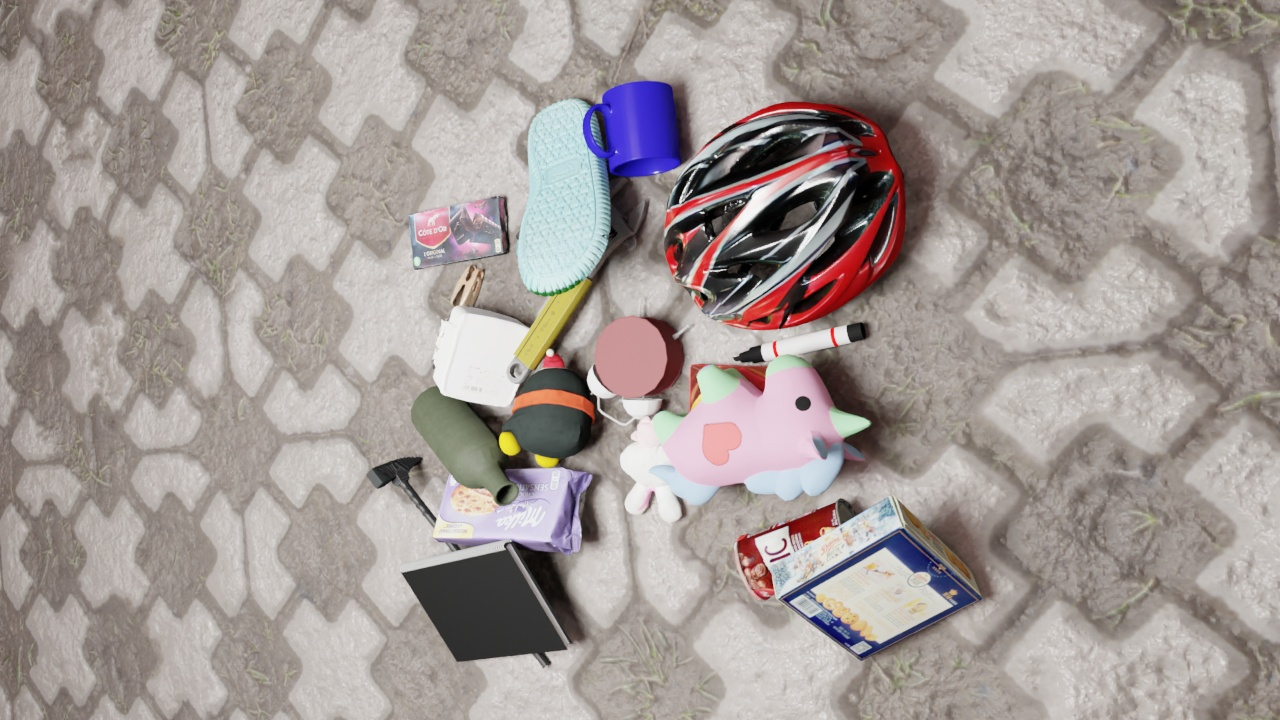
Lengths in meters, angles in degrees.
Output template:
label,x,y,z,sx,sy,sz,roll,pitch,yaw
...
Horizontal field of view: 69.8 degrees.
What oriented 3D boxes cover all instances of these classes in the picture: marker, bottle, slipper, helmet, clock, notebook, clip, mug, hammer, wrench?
label,x,y,z,sx,sy,sz,roll,pitch,yaw
marker,0.165,-0.016,0.972,0.146,0.019,0.019,-13,85,27
bottle,-0.206,0.105,1.101,0.207,0.071,0.071,39,109,45
slipper,-0.081,-0.185,1.048,0.116,0.069,0.275,-17,58,20
helmet,0.129,-0.142,0.924,0.273,0.166,0.217,-30,74,37
clock,-0.006,0.006,1.045,0.096,0.048,0.138,29,104,24
notebook,-0.193,0.297,1.117,0.207,0.016,0.149,-20,104,38
clip,-0.219,-0.091,1.171,0.047,0.025,0.062,-4,82,24
mug,-0.013,-0.254,1.011,0.079,0.111,0.083,-11,85,59
hammer,-0.217,0.253,1.161,0.015,0.094,0.325,-44,81,21
wrench,-0.081,-0.089,1.077,0.083,0.018,0.273,38,98,24

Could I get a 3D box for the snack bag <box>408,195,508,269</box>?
label,x,y,z,sx,sy,sz,roll,pitch,yaw
snack bag,-0.236,-0.163,1.181,0.155,0.018,0.074,-6,89,29

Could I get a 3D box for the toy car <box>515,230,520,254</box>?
label,x,y,z,sx,sy,sz,roll,pitch,yaw
toy car,-0.116,-0.155,1.112,0.108,0.027,0.060,-44,72,21

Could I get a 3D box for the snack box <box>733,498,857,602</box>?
label,x,y,z,sx,sy,sz,roll,pitch,yaw
snack box,0.166,0.195,0.946,0.122,0.072,0.072,-27,79,25

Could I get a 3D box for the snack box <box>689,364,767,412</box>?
label,x,y,z,sx,sy,sz,roll,pitch,yaw
snack box,0.117,0.050,0.997,0.133,0.021,0.089,1,92,28

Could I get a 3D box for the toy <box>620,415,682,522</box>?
label,x,y,z,sx,sy,sz,roll,pitch,yaw
toy,0.014,0.120,1.040,0.076,0.037,0.125,4,106,23

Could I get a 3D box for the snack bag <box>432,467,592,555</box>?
label,x,y,z,sx,sy,sz,roll,pitch,yaw
snack bag,-0.153,0.182,1.107,0.206,0.058,0.096,-3,59,28

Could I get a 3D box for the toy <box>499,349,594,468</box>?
label,x,y,z,sx,sy,sz,roll,pitch,yaw
toy,-0.102,0.056,1.076,0.100,0.097,0.119,-16,60,38

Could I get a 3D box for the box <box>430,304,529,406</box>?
label,x,y,z,sx,sy,sz,roll,pitch,yaw
box,-0.210,-0.016,1.142,0.130,0.103,0.110,31,106,62

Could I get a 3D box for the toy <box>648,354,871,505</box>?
label,x,y,z,sx,sy,sz,roll,pitch,yaw
toy,0.110,0.085,0.932,0.223,0.120,0.171,-46,63,20

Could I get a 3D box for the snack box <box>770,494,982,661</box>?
label,x,y,z,sx,sy,sz,roll,pitch,yaw
snack box,0.226,0.214,0.883,0.145,0.144,0.042,-37,30,22
